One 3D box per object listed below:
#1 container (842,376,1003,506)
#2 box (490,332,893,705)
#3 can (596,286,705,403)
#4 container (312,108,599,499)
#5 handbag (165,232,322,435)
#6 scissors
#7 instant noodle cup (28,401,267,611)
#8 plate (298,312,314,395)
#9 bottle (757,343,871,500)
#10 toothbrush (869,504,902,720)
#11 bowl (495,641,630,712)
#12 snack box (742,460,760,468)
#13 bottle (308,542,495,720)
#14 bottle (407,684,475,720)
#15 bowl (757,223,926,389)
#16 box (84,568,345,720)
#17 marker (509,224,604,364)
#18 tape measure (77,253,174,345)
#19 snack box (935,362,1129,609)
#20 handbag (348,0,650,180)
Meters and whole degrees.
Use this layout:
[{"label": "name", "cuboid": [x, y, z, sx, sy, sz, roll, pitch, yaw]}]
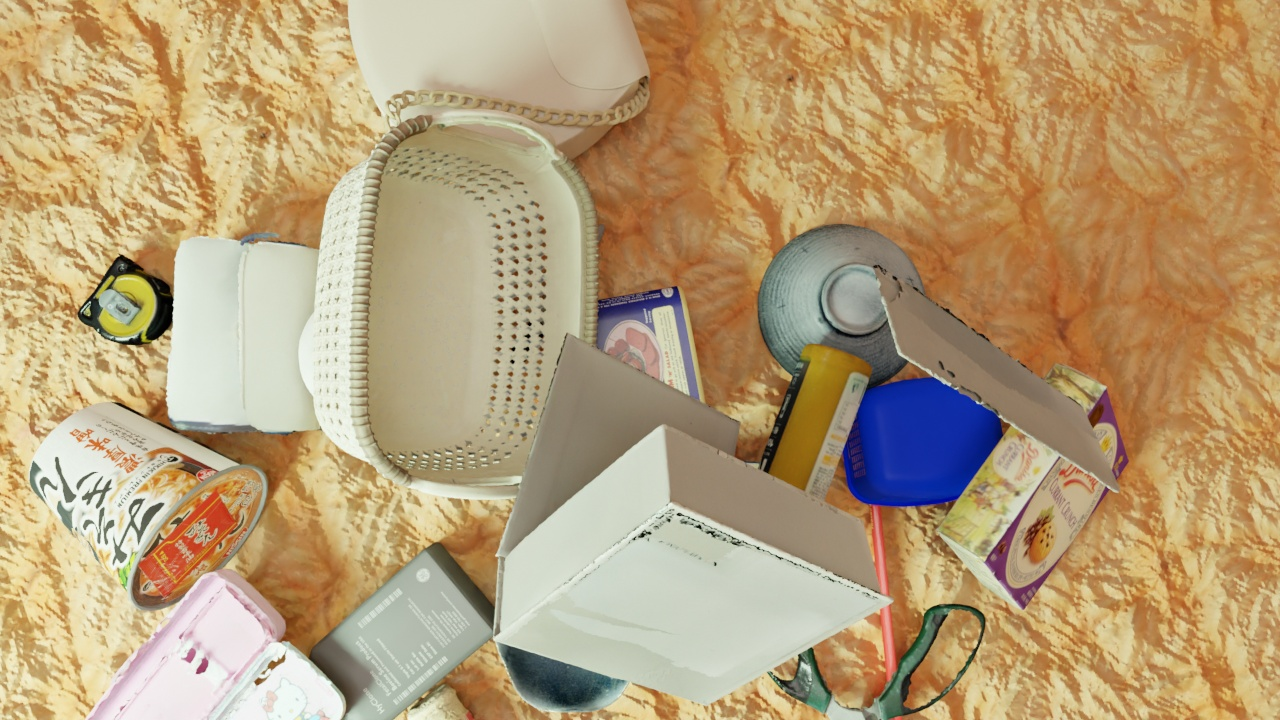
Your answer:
[{"label": "container", "cuboid": [0.216, 0.060, 0.697, 0.114, 0.058, 0.096, -5, 77, -3]}, {"label": "box", "cuboid": [-0.017, 0.065, 0.666, 0.167, 0.422, 0.174, 28, 103, -28]}, {"label": "can", "cuboid": [-0.004, 0.004, 0.709, 0.092, 0.056, 0.116, -10, 87, -2]}, {"label": "container", "cuboid": [-0.131, -0.034, 0.634, 0.184, 0.143, 0.246, 6, 85, -42]}, {"label": "handbag", "cuboid": [-0.262, -0.017, 0.703, 0.176, 0.074, 0.151, 3, 86, -10]}, {"label": "scissors", "cuboid": [0.179, 0.239, 0.704, 0.203, 0.015, 0.201, -27, 84, 3]}, {"label": "instant noodle cup", "cuboid": [-0.368, 0.098, 0.678, 0.122, 0.123, 0.123, 31, 87, 11]}, {"label": "plate", "cuboid": [-0.201, -0.005, 0.692, 0.104, 0.026, 0.104, 2, 85, -30]}, {"label": "bottle", "cuboid": [0.113, 0.082, 0.673, 0.053, 0.053, 0.186, 21, 87, 1]}, {"label": "toothbrush", "cuboid": [0.187, 0.199, 0.719, 0.018, 0.012, 0.212, -5, 87, 3]}, {"label": "bowl", "cuboid": [-0.051, 0.206, 0.697, 0.110, 0.055, 0.110, 0, 87, 0]}, {"label": "snack box", "cuboid": [0.029, 0.119, 0.713, 0.151, 0.034, 0.087, 3, 86, 0]}, {"label": "bottle", "cuboid": [-0.198, 0.228, 0.699, 0.174, 0.046, 0.084, -40, 87, -2]}, {"label": "bottle", "cuboid": [-0.131, 0.300, 0.697, 0.044, 0.044, 0.109, -36, 87, -2]}, {"label": "bowl", "cuboid": [0.162, -0.044, 0.712, 0.137, 0.057, 0.137, 0, 86, 0]}, {"label": "box", "cuboid": [-0.322, 0.271, 0.682, 0.152, 0.038, 0.201, 42, 99, 4]}, {"label": "marker", "cuboid": [-0.067, -0.051, 0.729, 0.016, 0.022, 0.138, 33, 88, 6]}, {"label": "tape measure", "cuboid": [-0.401, -0.043, 0.721, 0.061, 0.034, 0.061, 32, 88, 0]}, {"label": "snack box", "cuboid": [0.289, 0.096, 0.666, 0.040, 0.143, 0.148, 34, 86, 41]}, {"label": "handbag", "cuboid": [-0.111, -0.250, 0.702, 0.208, 0.103, 0.210, -19, 88, -5]}]
